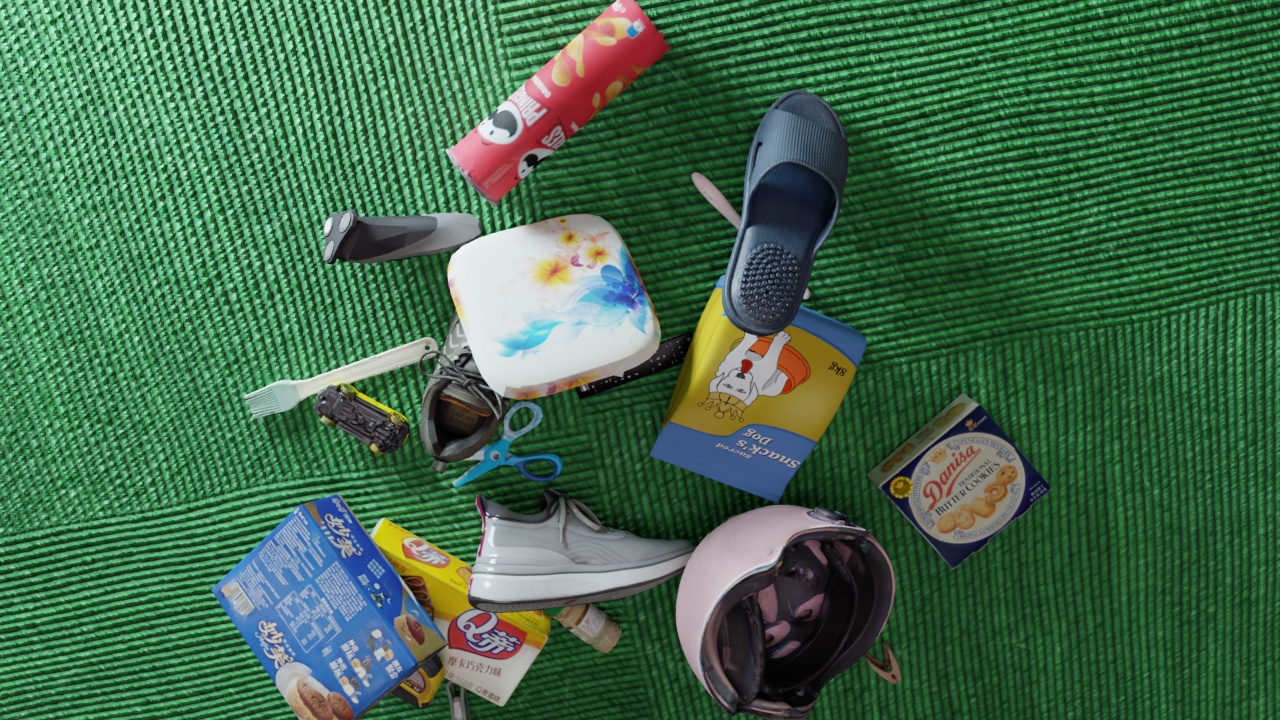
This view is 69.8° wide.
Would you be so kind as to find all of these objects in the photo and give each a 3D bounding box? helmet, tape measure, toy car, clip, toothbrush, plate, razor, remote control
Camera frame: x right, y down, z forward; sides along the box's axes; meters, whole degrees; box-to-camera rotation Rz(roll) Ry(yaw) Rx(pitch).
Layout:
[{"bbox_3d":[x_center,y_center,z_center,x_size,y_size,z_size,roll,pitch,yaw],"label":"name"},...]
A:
[{"bbox_3d":[0.147,0.259,0.997,0.255,0.152,0.230,-5,109,-29],"label":"helmet"},{"bbox_3d":[-0.247,0.340,1.005,0.065,0.037,0.064,25,109,6],"label":"tape measure"},{"bbox_3d":[-0.301,0.061,0.995,0.107,0.030,0.049,34,102,-18],"label":"toy car"},{"bbox_3d":[-0.216,0.413,1.088,0.023,0.049,0.078,-6,112,-3],"label":"clip"},{"bbox_3d":[0.299,0.362,1.105,0.060,0.024,0.040,39,103,-21],"label":"clip"},{"bbox_3d":[0.117,-0.131,0.966,0.016,0.018,0.181,-43,102,8],"label":"toothbrush"},{"bbox_3d":[-0.085,-0.062,0.906,0.186,0.016,0.186,-17,69,-15],"label":"plate"},{"bbox_3d":[-0.242,-0.128,0.936,0.156,0.060,0.057,-2,62,-18],"label":"razor"},{"bbox_3d":[-0.006,0.006,1.002,0.140,0.009,0.030,-19,105,3],"label":"remote control"}]

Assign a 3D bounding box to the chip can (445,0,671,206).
[{"bbox_3d":[-0.080,-0.254,0.897,0.233,0.073,0.073,-40,103,7],"label":"chip can"}]

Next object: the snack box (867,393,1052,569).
[{"bbox_3d":[0.359,0.137,1.035,0.144,0.042,0.145,-43,103,8],"label":"snack box"}]

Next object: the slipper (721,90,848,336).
[{"bbox_3d":[0.149,-0.151,0.879,0.101,0.083,0.263,19,74,-9],"label":"slipper"}]

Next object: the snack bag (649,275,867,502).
[{"bbox_3d":[0.119,0.035,0.962,0.159,0.102,0.205,21,100,-10],"label":"snack bag"}]

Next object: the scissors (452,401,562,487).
[{"bbox_3d":[-0.151,0.114,1.025,0.140,0.013,0.114,-36,101,5],"label":"scissors"}]

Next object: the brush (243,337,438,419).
[{"bbox_3d":[-0.322,0.017,0.993,0.218,0.012,0.033,-18,105,2],"label":"brush"}]

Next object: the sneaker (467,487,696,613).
[{"bbox_3d":[-0.063,0.203,1.019,0.262,0.097,0.128,-1,68,-19],"label":"sneaker"}]

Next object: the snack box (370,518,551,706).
[{"bbox_3d":[-0.225,0.286,1.043,0.230,0.061,0.110,32,102,-9],"label":"snack box"}]

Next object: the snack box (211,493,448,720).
[{"bbox_3d":[-0.327,0.269,0.963,0.155,0.069,0.202,-42,80,14],"label":"snack box"}]

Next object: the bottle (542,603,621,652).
[{"bbox_3d":[-0.073,0.293,1.062,0.111,0.043,0.043,40,100,-12],"label":"bottle"}]

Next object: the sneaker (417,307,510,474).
[{"bbox_3d":[-0.168,0.007,0.926,0.101,0.143,0.238,23,99,-8],"label":"sneaker"}]

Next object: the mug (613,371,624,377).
[{"bbox_3d":[-0.047,-0.048,0.959,0.087,0.081,0.114,15,73,0],"label":"mug"}]
